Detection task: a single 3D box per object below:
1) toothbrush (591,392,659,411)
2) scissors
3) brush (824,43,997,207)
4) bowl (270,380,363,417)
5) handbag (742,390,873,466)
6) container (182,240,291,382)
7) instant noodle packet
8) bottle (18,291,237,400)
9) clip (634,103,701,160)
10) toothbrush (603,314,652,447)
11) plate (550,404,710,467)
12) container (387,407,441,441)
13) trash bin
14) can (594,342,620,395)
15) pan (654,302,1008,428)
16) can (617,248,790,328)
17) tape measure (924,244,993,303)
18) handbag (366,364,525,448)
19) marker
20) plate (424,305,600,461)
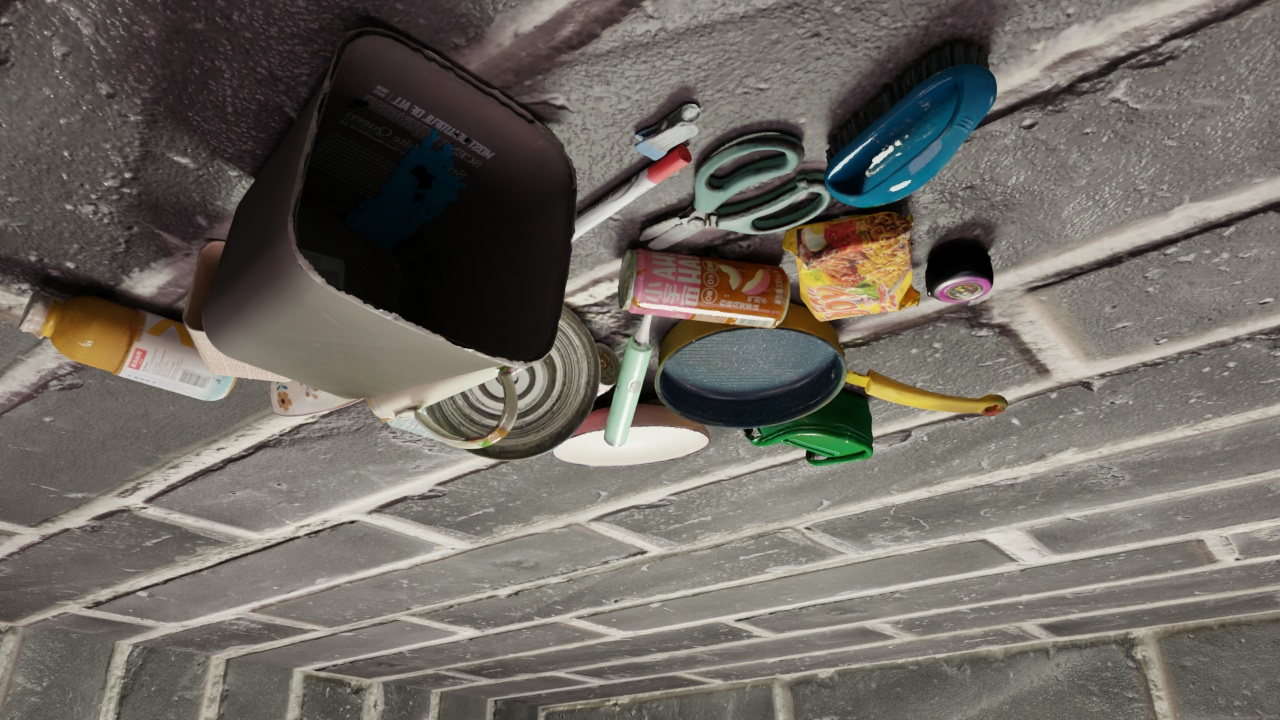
[{"bbox_3d":[-0.004,0.043,1.066,0.181,0.015,0.018,-11,144,17],"label":"toothbrush"},{"bbox_3d":[0.078,-0.121,0.760,0.143,0.019,0.180,23,143,-37],"label":"scissors"},{"bbox_3d":[0.186,-0.153,0.644,0.055,0.073,0.144,21,146,-26],"label":"brush"},{"bbox_3d":[-0.322,0.008,0.927,0.113,0.113,0.062,-9,108,15],"label":"bowl"},{"bbox_3d":[0.204,0.083,1.087,0.131,0.067,0.120,16,148,-28],"label":"handbag"},{"bbox_3d":[-0.354,-0.039,0.837,0.090,0.089,0.111,7,154,-15],"label":"container"},{"bbox_3d":[0.189,-0.080,0.814,0.111,0.044,0.128,-5,152,17],"label":"instant noodle packet"},{"bbox_3d":[-0.492,-0.016,0.893,0.189,0.068,0.068,24,143,-37],"label":"bottle"},{"bbox_3d":[0.021,-0.168,0.675,0.025,0.032,0.057,24,150,-34],"label":"clip"},{"bbox_3d":[-0.006,0.005,0.927,0.026,0.027,0.225,-8,136,-25],"label":"toothbrush"},{"bbox_3d":[-0.012,0.088,1.104,0.192,0.039,0.193,-4,161,-2],"label":"plate"},{"bbox_3d":[-0.202,0.035,0.973,0.111,0.089,0.090,17,147,-26],"label":"container"},{"bbox_3d":[-0.191,-0.081,0.668,0.199,0.198,0.220,25,150,-36],"label":"trash bin"},{"bbox_3d":[-0.082,0.028,0.995,0.053,0.053,0.133,23,144,-36],"label":"can"},{"bbox_3d":[0.193,0.022,0.949,0.357,0.078,0.198,-1,147,0],"label":"pan"},{"bbox_3d":[0.057,-0.064,0.823,0.147,0.057,0.058,6,151,-12],"label":"can"},{"bbox_3d":[0.285,-0.078,0.821,0.057,0.039,0.058,5,156,-10],"label":"tape measure"},{"bbox_3d":[-0.163,0.003,0.808,0.163,0.178,0.063,-22,152,16],"label":"handbag"},{"bbox_3d":[-0.016,-0.131,0.741,0.017,0.017,0.146,24,143,-38],"label":"marker"},{"bbox_3d":[-0.129,0.016,0.914,0.179,0.024,0.180,-5,112,-14],"label":"plate"}]
